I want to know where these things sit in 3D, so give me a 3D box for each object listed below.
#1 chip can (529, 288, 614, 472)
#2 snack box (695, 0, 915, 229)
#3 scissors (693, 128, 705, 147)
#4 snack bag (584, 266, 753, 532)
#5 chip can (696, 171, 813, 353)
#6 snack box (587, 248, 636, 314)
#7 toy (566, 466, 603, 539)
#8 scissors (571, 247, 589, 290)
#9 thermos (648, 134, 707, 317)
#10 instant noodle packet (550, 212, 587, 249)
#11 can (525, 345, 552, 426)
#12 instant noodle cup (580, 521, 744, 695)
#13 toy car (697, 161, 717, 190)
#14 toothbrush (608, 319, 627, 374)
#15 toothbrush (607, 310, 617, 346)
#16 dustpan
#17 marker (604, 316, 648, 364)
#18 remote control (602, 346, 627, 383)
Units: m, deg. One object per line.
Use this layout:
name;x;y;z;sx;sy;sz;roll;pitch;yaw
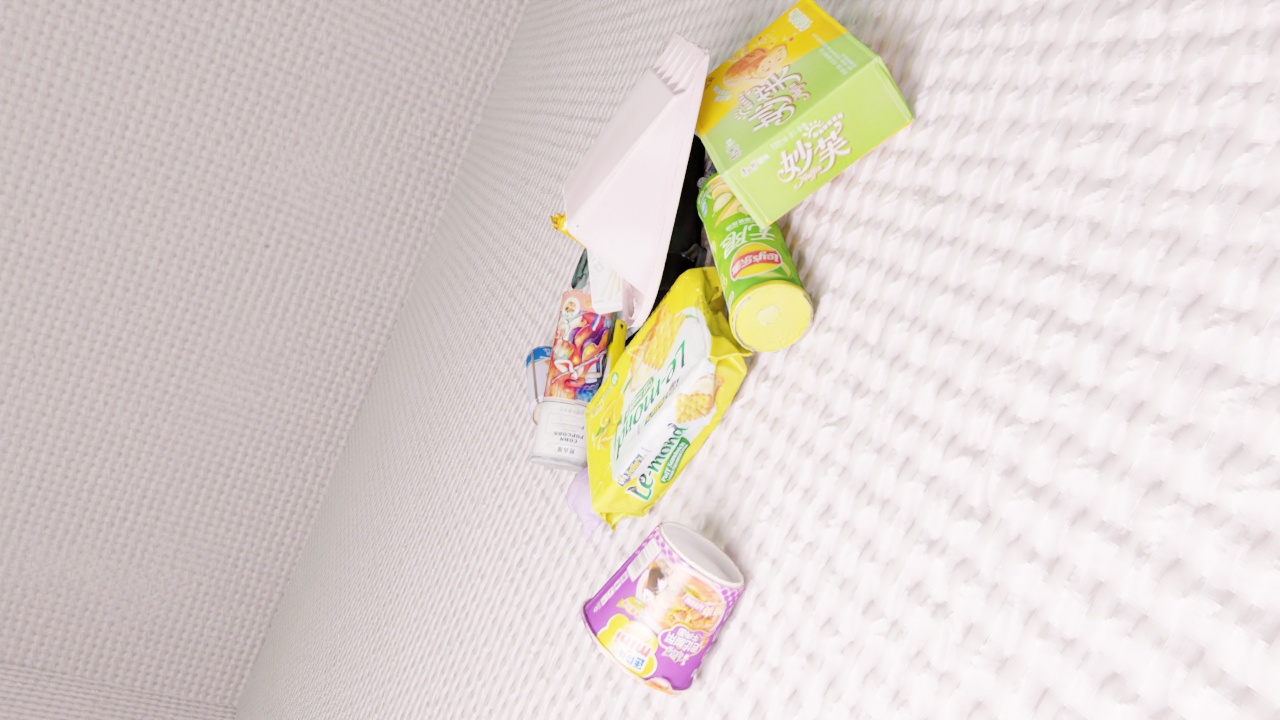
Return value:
chip can;-0.082;0.025;1.125;0.071;0.071;0.214;-16;62;63
snack box;0.132;-0.231;0.833;0.158;0.070;0.209;-36;32;15
scissors;0.079;-0.307;1.074;0.226;0.015;0.189;-48;32;-6
snack bag;0.025;0.035;0.909;0.247;0.068;0.157;-55;25;30
chip can;0.101;-0.101;0.852;0.073;0.072;0.221;-54;27;31
snack box;-0.022;-0.138;1.104;0.085;0.027;0.156;-10;73;14
toy;-0.052;0.147;1.023;0.084;0.039;0.108;-52;18;-5
scissors;-0.064;-0.170;1.348;0.182;0.019;0.170;-56;22;32
thermos;0.046;-0.161;1.044;0.090;0.068;0.242;-32;42;40
instant noodle packet;-0.038;-0.180;1.162;0.111;0.128;0.044;-52;-14;2
can;-0.130;0.037;1.275;0.053;0.053;0.134;-57;25;25
instant noodle cup;0.024;0.192;0.737;0.099;0.111;0.111;-55;24;8
toy car;0.096;-0.211;1.002;0.034;0.042;0.091;36;107;24
toothbrush;-0.034;0.037;1.054;0.017;0.015;0.189;134;148;-56
toothbrush;-0.066;0.021;1.181;0.027;0.026;0.224;2;71;40
dustpan;0.020;-0.179;0.935;0.274;0.139;0.222;-49;20;18
marker;-0.016;-0.028;1.129;0.124;0.015;0.018;-41;39;44
remote control;-0.006;0.006;1.066;0.136;0.020;0.055;-23;49;60
